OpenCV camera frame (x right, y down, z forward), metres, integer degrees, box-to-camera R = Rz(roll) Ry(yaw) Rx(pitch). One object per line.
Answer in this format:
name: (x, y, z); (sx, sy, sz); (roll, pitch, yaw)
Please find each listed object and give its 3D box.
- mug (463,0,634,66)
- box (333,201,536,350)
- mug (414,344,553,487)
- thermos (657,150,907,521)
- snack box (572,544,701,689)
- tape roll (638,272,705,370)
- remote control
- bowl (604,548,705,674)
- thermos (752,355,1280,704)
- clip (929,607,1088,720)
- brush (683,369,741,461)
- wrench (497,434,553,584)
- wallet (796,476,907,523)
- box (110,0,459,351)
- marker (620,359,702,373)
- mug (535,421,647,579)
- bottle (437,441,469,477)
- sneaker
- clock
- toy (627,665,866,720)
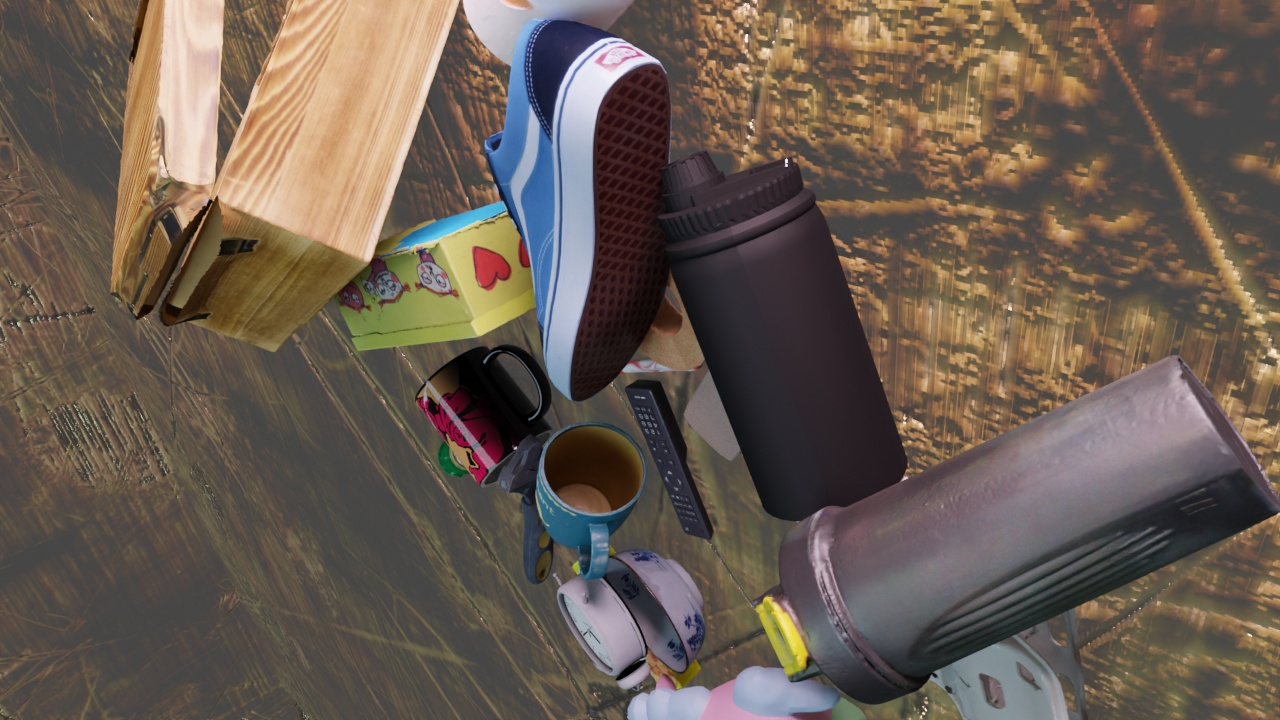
mug: (-0.039, -0.213, 0.486); (0.082, 0.082, 0.106); (59, 147, -3)
box: (-0.142, -0.067, 0.699); (0.221, 0.124, 0.079); (0, 117, 49)
mug: (-0.129, 0.039, 0.816); (0.098, 0.081, 0.118); (50, 118, 10)
thermos: (0.073, -0.020, 0.498); (0.086, 0.085, 0.198); (-2, 115, 52)
snack box: (-0.005, 0.239, 0.855); (0.148, 0.028, 0.040); (52, 146, 8)
tape roll: (0.021, -0.041, 0.599); (0.094, 0.027, 0.094); (31, 138, 33)
remote control: (0.025, 0.077, 0.699); (0.032, 0.015, 0.136); (4, 122, 50)
bowl: (0.020, 0.201, 0.773); (0.114, 0.045, 0.114); (44, 153, 30)
thermos: (0.154, 0.083, 0.415); (0.221, 0.098, 0.098); (-36, 87, 31)
clip: (0.210, 0.175, 0.528); (0.152, 0.101, 0.126); (-129, 21, -68)
brush: (0.070, 0.011, 0.595); (0.050, 0.015, 0.136); (44, 138, 16)
wrench: (-0.099, 0.150, 0.875); (0.022, 0.073, 0.274); (41, 149, 23)
wallet: (0.126, 0.125, 0.552); (0.115, 0.037, 0.118); (174, 96, -70)
box: (-0.285, -0.153, 0.649); (0.192, 0.251, 0.280); (21, 158, -29)
marker: (-0.004, 0.004, 0.680); (0.142, 0.012, 0.013); (-4, 114, 52)
mug: (-0.043, 0.122, 0.749); (0.104, 0.084, 0.112); (111, 154, -58)
bottle: (-0.168, 0.090, 0.928); (0.111, 0.043, 0.043); (-25, 96, 55)
sneaker: (-0.041, -0.084, 0.536); (0.098, 0.083, 0.242); (38, 144, 28)
clock: (-0.032, 0.243, 0.819); (0.095, 0.035, 0.123); (8, 124, 61)
toy: (0.073, 0.294, 0.722); (0.171, 0.119, 0.223); (23, 133, 12)
